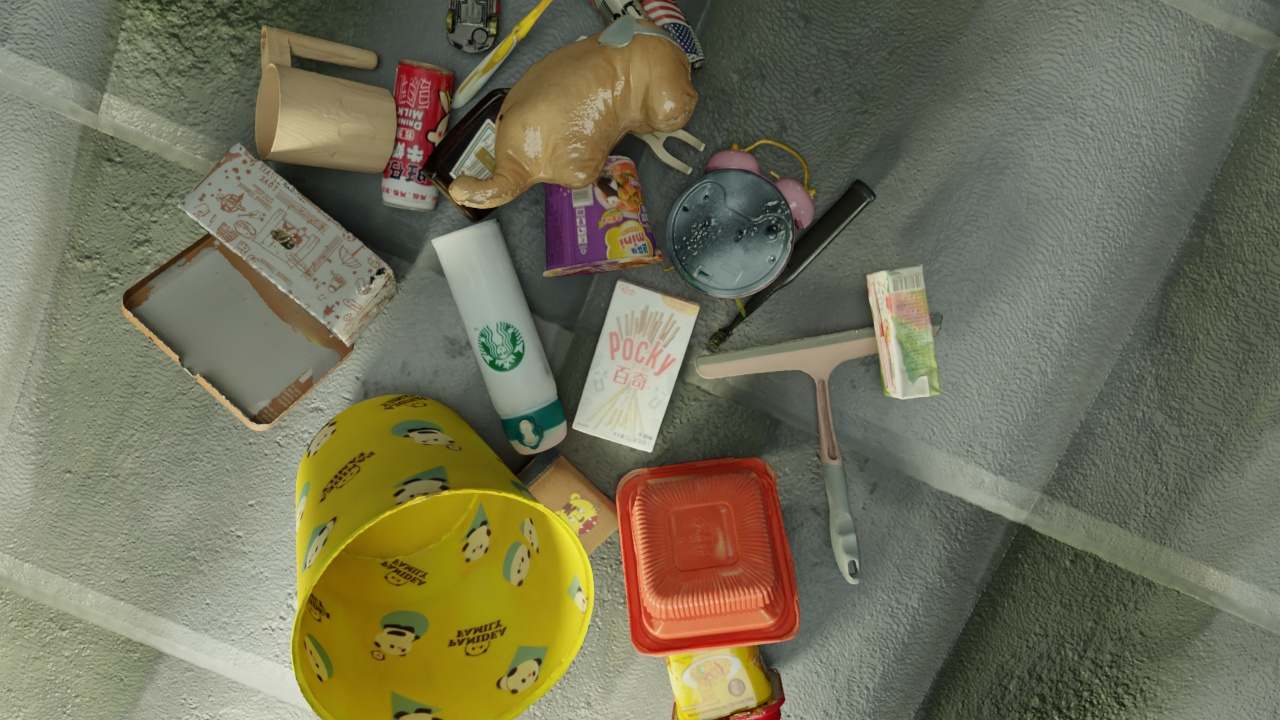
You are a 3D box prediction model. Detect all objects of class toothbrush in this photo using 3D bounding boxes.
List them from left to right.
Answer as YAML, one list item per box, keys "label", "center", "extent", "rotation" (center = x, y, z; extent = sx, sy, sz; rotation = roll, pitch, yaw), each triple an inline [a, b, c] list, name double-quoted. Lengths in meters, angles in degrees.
- label: "toothbrush"
  center: [-0.114, -0.294, 0.830]
  extent: [0.192, 0.018, 0.016]
  rotation: [-38, 95, 27]
- label: "toothbrush"
  center: [0.141, -0.088, 0.884]
  extent: [0.213, 0.027, 0.026]
  rotation: [-46, 69, 9]

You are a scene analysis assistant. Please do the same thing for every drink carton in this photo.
- label: "drink carton"
  center: [0.244, -0.026, 0.859]
  extent: [0.045, 0.053, 0.122]
  rotation: [-8, 93, -3]

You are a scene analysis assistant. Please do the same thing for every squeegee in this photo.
- label: "squeegee"
  center: [0.190, 0.097, 0.907]
  extent: [0.247, 0.040, 0.249]
  rotation: [-9, 93, -5]

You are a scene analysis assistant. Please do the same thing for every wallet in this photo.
- label: "wallet"
  center: [-0.084, 0.151, 0.935]
  extent: [0.115, 0.033, 0.090]
  rotation: [43, 98, -10]

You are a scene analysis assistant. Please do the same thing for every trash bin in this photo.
- label: "trash bin"
  center: [-0.193, 0.160, 0.799]
  extent: [0.229, 0.255, 0.230]
  rotation: [-9, 113, -22]

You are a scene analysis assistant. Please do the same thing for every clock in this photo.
- label: "clock"
  center: [0.095, -0.131, 0.852]
  extent: [0.117, 0.059, 0.158]
  rotation: [31, 97, 11]

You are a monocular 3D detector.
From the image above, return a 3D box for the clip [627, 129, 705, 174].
- label: "clip"
  center: [0.013, -0.211, 0.857]
  extent: [0.097, 0.061, 0.034]
  rotation: [28, 100, -15]

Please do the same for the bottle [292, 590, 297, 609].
- label: "bottle"
  center: [-0.311, 0.160, 0.930]
  extent: [0.060, 0.059, 0.206]
  rotation: [19, 101, -2]

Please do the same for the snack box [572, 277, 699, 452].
- label: "snack box"
  center: [-0.005, 0.005, 0.907]
  extent: [0.084, 0.027, 0.157]
  rotation: [17, 101, -1]

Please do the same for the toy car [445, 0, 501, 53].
- label: "toy car"
  center: [-0.153, -0.337, 0.844]
  extent: [0.049, 0.031, 0.106]
  rotation: [5, 100, 1]

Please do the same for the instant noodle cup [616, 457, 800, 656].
- label: "instant noodle cup"
  center: [0.061, 0.176, 0.873]
  extent: [0.164, 0.079, 0.188]
  rotation: [-9, 62, 2]

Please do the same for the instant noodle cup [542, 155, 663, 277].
- label: "instant noodle cup"
  center: [-0.041, -0.132, 0.847]
  extent: [0.111, 0.111, 0.099]
  rotation: [-7, 91, 3]

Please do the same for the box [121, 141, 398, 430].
- label: "box"
  center: [-0.355, -0.057, 0.837]
  extent: [0.183, 0.156, 0.192]
  rotation: [40, 77, -5]

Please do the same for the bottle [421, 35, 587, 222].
- label: "bottle"
  center: [-0.110, -0.218, 0.844]
  extent: [0.195, 0.044, 0.080]
  rotation: [-46, 125, -2]

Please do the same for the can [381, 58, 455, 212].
- label: "can"
  center: [-0.209, -0.209, 0.859]
  extent: [0.053, 0.053, 0.133]
  rotation: [10, 101, 0]

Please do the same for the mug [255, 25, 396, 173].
- label: "mug"
  center: [-0.285, -0.234, 0.829]
  extent: [0.103, 0.084, 0.124]
  rotation: [2, 74, -36]

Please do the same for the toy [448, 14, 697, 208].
- label: "toy"
  center: [-0.063, -0.203, 0.775]
  extent: [0.226, 0.143, 0.082]
  rotation: [-31, 139, 4]

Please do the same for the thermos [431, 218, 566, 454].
- label: "thermos"
  center: [-0.131, -0.019, 0.882]
  extent: [0.073, 0.073, 0.224]
  rotation: [-18, 99, 5]

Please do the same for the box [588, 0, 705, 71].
- label: "box"
  center: [0.005, -0.328, 0.825]
  extent: [0.081, 0.075, 0.163]
  rotation: [-36, 95, -2]

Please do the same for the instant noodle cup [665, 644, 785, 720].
- label: "instant noodle cup"
  center: [0.075, 0.303, 0.923]
  extent: [0.116, 0.116, 0.123]
  rotation: [-18, 88, 5]
